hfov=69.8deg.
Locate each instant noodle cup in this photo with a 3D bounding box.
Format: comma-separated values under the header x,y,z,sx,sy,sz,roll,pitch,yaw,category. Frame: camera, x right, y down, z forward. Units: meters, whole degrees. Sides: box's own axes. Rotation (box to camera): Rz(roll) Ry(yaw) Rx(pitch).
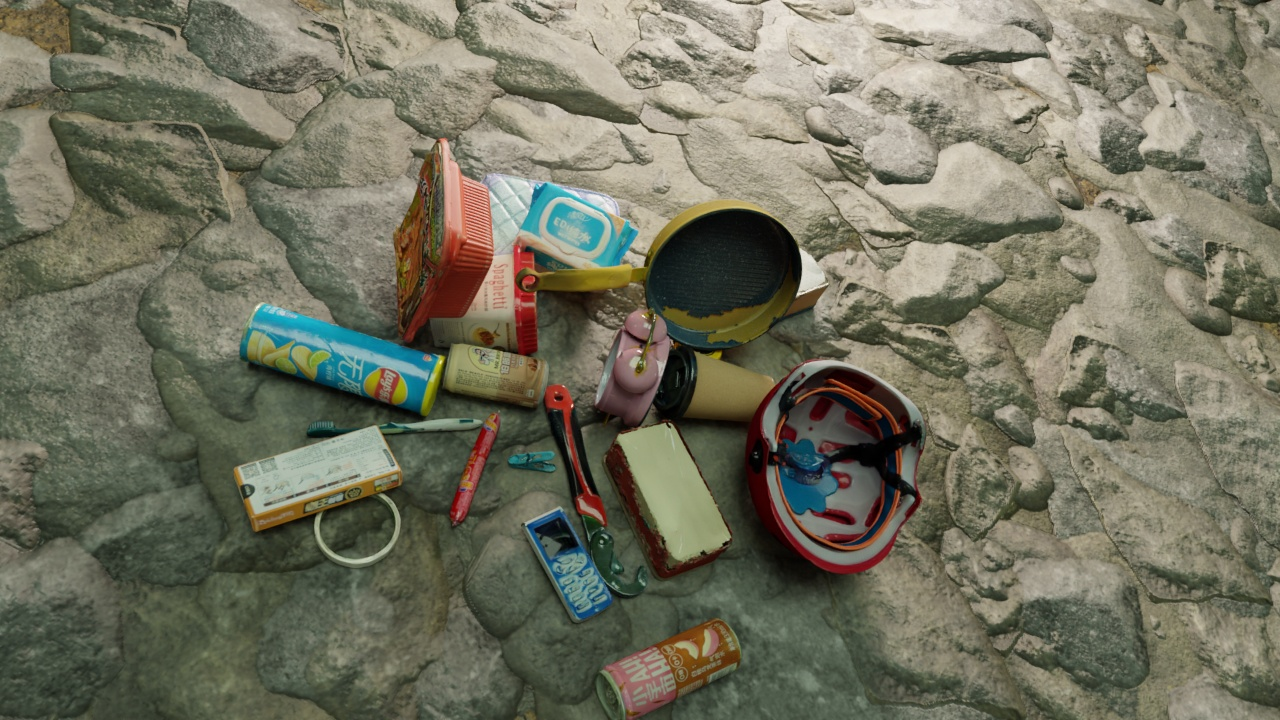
x,y,z,sx,sy,sz,roll,pitch,yaw,category
-0.187,-0.067,1.099,0.124,0.117,0.116,-2,57,-5,instant noodle cup
-0.216,-0.123,1.000,0.079,0.189,0.164,9,54,-27,instant noodle cup

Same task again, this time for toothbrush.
x,y,z,sx,sy,sz,roll,pitch,yaw,category
-0.273,0.073,1.029,0.191,0.016,0.018,-2,48,-19,toothbrush

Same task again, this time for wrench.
x,y,z,sx,sy,sz,roll,pitch,yaw,category
-0.061,0.144,1.051,0.056,0.016,0.273,-11,62,-24,wrench

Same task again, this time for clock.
x,y,z,sx,sy,sz,roll,pitch,yaw,category
-0.006,0.006,1.073,0.060,0.159,0.117,20,52,-8,clock

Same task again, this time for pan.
x,y,z,sx,sy,sz,roll,pitch,yaw,category
0.026,-0.098,1.094,0.357,0.198,0.078,3,32,-15,pan

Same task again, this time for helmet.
x,y,z,sx,sy,sz,roll,pitch,yaw,category
0.211,0.128,1.077,0.207,0.144,0.239,19,73,-14,helmet

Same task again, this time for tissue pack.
x,y,z,sx,sy,sz,roll,pitch,yaw,category
-0.082,-0.152,1.128,0.140,0.063,0.089,26,74,-8,tissue pack

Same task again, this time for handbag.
x,y,z,sx,sy,sz,roll,pitch,yaw,category
-0.126,-0.162,1.199,0.194,0.076,0.134,10,60,-10,handbag

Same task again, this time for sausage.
x,y,z,sx,sy,sz,roll,pitch,yaw,category
-0.184,0.118,1.026,0.020,0.020,0.155,19,53,-5,sausage

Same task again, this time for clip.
x,y,z,sx,sy,sz,roll,pitch,yaw,category
-0.124,0.115,1.046,0.054,0.033,0.013,1,54,-2,clip

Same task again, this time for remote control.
x,y,z,sx,sy,sz,roll,pitch,yaw,category
-0.080,0.220,0.989,0.049,0.024,0.125,-20,67,-29,remote control

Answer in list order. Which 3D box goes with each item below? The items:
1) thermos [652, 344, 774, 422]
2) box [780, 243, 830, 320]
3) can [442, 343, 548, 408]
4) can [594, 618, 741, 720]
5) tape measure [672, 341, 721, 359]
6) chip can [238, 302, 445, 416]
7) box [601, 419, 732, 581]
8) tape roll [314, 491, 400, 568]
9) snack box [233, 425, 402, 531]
x,y,z,sx,sy,sz,roll,pitch,yaw,category
0.090,0.036,1.134,0.143,0.093,0.093,12,54,-21,thermos
0.167,-0.096,1.263,0.184,0.060,0.089,-19,64,-26,box
-0.169,0.017,1.073,0.116,0.059,0.058,11,55,-11,can
0.030,0.316,0.940,0.147,0.058,0.058,-16,64,-27,can
0.075,-0.009,1.187,0.060,0.029,0.057,1,40,-17,tape measure
-0.329,-0.002,1.024,0.210,0.071,0.071,18,54,-7,chip can
0.029,0.153,1.038,0.091,0.076,0.168,-14,62,-27,box
-0.294,0.173,0.956,0.085,0.014,0.085,9,55,-13,tape roll
-0.335,0.120,0.958,0.153,0.026,0.075,-17,47,-28,snack box
